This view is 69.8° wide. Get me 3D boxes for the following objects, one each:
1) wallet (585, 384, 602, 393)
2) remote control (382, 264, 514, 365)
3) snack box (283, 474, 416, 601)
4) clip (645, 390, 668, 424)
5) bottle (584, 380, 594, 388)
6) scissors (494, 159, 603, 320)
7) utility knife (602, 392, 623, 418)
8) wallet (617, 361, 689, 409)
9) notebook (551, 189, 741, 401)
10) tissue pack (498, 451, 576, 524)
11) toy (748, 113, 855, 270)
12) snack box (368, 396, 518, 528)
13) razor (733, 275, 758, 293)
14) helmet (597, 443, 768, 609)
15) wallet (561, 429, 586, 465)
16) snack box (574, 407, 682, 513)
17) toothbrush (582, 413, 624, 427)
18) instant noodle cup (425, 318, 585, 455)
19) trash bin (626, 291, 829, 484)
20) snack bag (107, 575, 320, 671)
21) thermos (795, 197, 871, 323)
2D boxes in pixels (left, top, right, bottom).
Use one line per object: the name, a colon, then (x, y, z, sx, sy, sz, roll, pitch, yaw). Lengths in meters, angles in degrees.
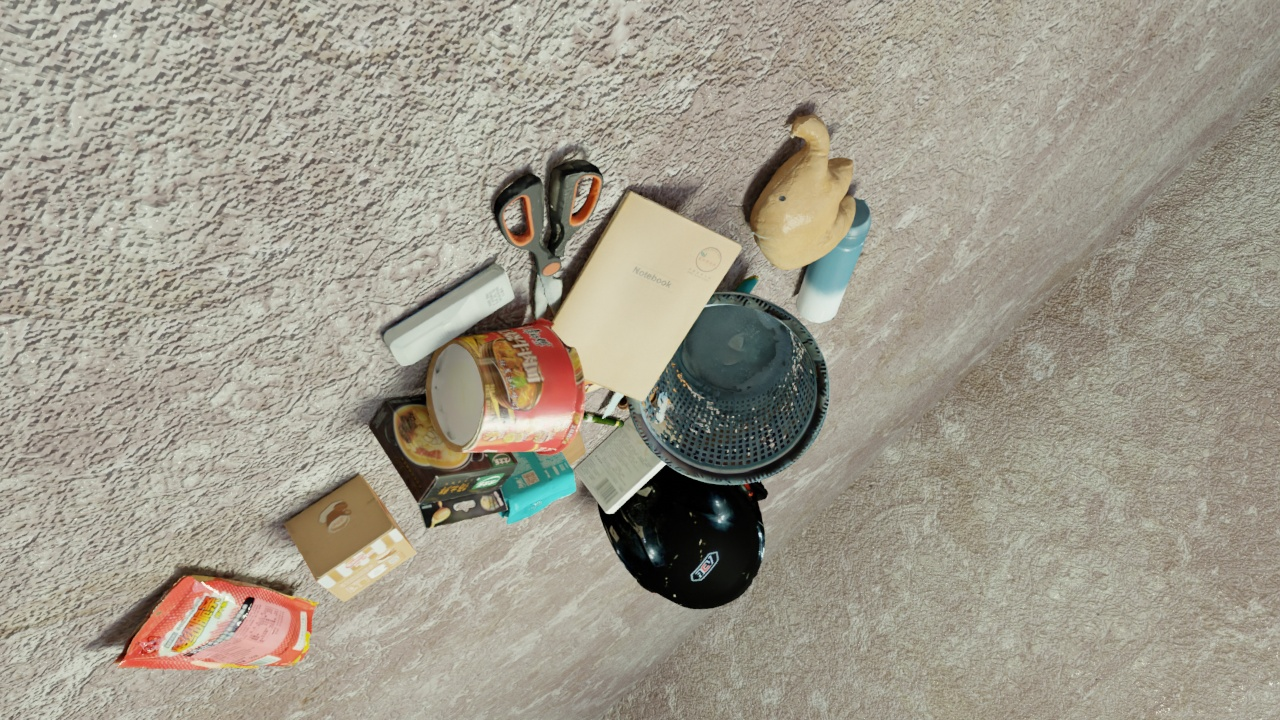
wallet: (-0.051, 0.005, 1.110, 0.115, 0.024, 0.087, -25, 148, -33)
remote control: (-0.174, -0.040, 0.840, 0.124, 0.024, 0.049, -35, 157, -13)
snack box: (-0.309, 0.191, 0.982, 0.092, 0.077, 0.094, -34, 157, -15)
clip: (0.026, 0.061, 1.259, 0.024, 0.026, 0.056, -19, 144, -43)
bottle: (-0.102, 0.018, 1.011, 0.149, 0.066, 0.067, -30, 156, -8)
scissors: (-0.100, -0.098, 0.861, 0.160, 0.021, 0.235, -9, 147, -40)
utility knife: (-0.007, 0.007, 1.180, 0.034, 0.018, 0.204, -19, 147, -45)
wallet: (0.037, 0.024, 1.269, 0.108, 0.031, 0.131, -49, 156, 25)
notebook: (-0.005, -0.060, 0.956, 0.147, 0.008, 0.208, 21, 112, -30)
tissue pack: (-0.139, 0.110, 1.024, 0.093, 0.133, 0.050, -20, 154, -32)
toy: (0.187, -0.185, 1.065, 0.143, 0.082, 0.226, -43, 154, -5)
snack box: (-0.193, 0.096, 0.924, 0.113, 0.125, 0.053, -4, 138, -54)
razor: (0.127, -0.072, 1.232, 0.043, 0.028, 0.133, 7, 140, -18)
helmet: (0.061, 0.240, 1.400, 0.230, 0.274, 0.234, 32, 103, -39)
wallet: (-0.126, 0.137, 1.239, 0.115, 0.020, 0.101, -37, 156, -15)
snack box: (-0.014, 0.139, 1.324, 0.157, 0.084, 0.027, -44, 156, 8)
toothbrush: (-0.069, 0.079, 1.229, 0.017, 0.012, 0.185, -40, 158, 15)
instant noodle cup: (-0.137, 0.032, 0.898, 0.108, 0.138, 0.138, -5, 139, -42)
trash bin: (0.107, 0.009, 1.106, 0.227, 0.226, 0.194, -48, -175, 18)
snack bag: (-0.441, 0.285, 0.977, 0.128, 0.073, 0.208, -45, 152, 0)
thermos: (0.270, -0.138, 1.285, 0.070, 0.070, 0.221, -31, 155, -21)
